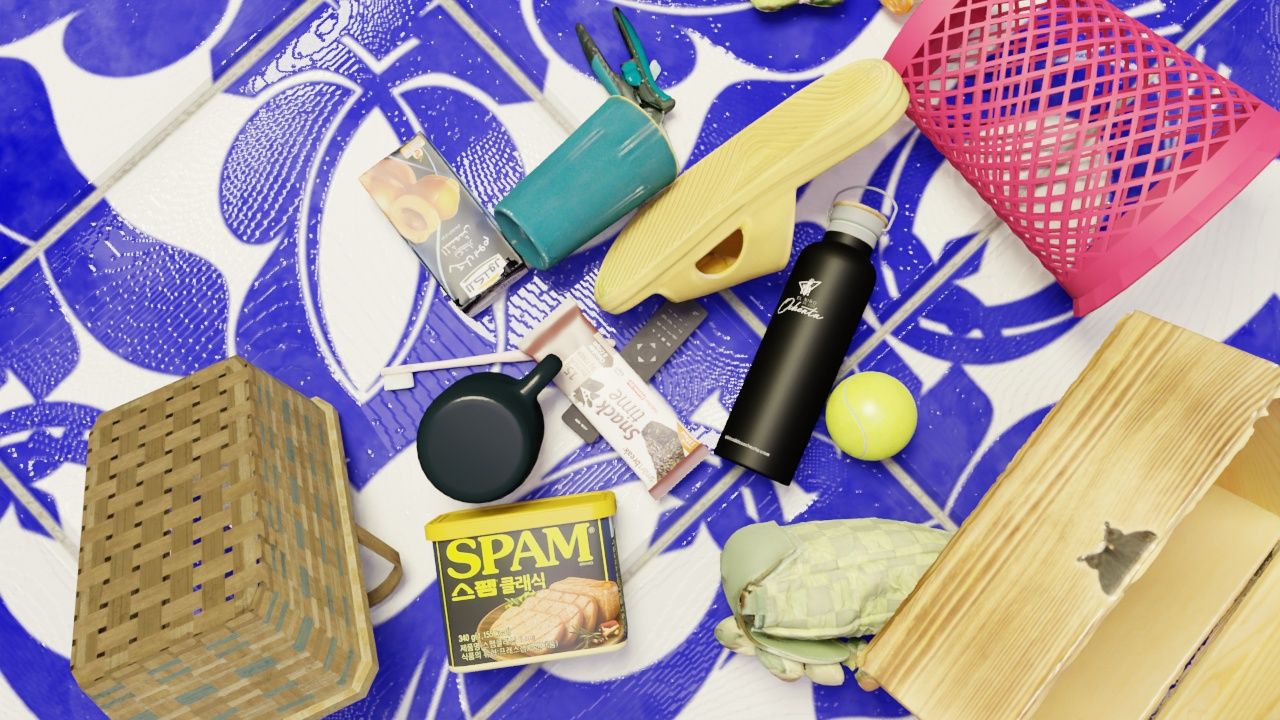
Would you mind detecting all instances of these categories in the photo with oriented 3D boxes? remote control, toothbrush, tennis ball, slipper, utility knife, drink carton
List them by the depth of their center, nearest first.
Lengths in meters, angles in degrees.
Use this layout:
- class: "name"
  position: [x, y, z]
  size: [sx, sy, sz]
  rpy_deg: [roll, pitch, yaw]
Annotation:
- class: "slipper"
  position: [0.082, -0.112, 0.669]
  size: [0.264, 0.099, 0.078]
  rpy_deg: [-36, 123, 12]
- class: "tennis ball"
  position: [0.170, 0.041, 0.676]
  size: [0.065, 0.065, 0.065]
  rpy_deg: [0, 86, 0]
- class: "drink carton"
  position: [-0.147, -0.102, 0.697]
  size: [0.064, 0.040, 0.130]
  rpy_deg: [-38, 87, -2]
- class: "remote control"
  position: [-0.004, 0.004, 0.703]
  size: [0.032, 0.015, 0.136]
  rpy_deg: [42, 87, 2]
- class: "toothbrush"
  position: [-0.108, 0.002, 0.703]
  size: [0.181, 0.015, 0.018]
  rpy_deg: [-8, 93, 0]
- class: "utility knife"
  position: [-0.034, -0.160, 0.717]
  size: [0.022, 0.016, 0.179]
  rpy_deg: [33, 83, 1]

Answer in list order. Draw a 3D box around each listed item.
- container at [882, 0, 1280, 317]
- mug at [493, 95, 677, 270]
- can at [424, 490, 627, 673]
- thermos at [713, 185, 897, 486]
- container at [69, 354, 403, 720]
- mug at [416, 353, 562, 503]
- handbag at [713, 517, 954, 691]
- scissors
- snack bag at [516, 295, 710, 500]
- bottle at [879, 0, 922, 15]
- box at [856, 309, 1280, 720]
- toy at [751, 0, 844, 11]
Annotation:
- class: "container"
  position: [0.294, -0.175, 0.647]
  size: [0.183, 0.183, 0.226]
  rpy_deg: [-44, 80, -3]
- class: "mug"
  position: [-0.043, -0.125, 0.665]
  size: [0.121, 0.078, 0.078]
  rpy_deg: [-42, 87, -14]
- class: "can"
  position: [-0.079, 0.158, 0.665]
  size: [0.135, 0.075, 0.104]
  rpy_deg: [-8, 89, -1]
- class: "thermos"
  position: [0.128, -0.025, 0.682]
  size: [0.061, 0.061, 0.231]
  rpy_deg: [24, 86, 1]
- class: "container"
  position: [-0.262, 0.141, 0.624]
  size: [0.157, 0.186, 0.249]
  rpy_deg: [-24, 49, -2]
- class: "mug"
  position: [-0.100, 0.041, 0.653]
  size: [0.085, 0.094, 0.121]
  rpy_deg: [44, 92, -6]
- class: "handbag"
  position: [0.144, 0.173, 0.647]
  size: [0.186, 0.113, 0.117]
  rpy_deg: [-4, 93, -1]
- class: "scissors"
  position: [-0.001, -0.213, 0.708]
  size: [0.128, 0.019, 0.140]
  rpy_deg: [17, 81, 8]
- class: "snack bag"
  position: [-0.021, 0.028, 0.685]
  size: [0.057, 0.013, 0.158]
  rpy_deg: [-41, 88, -1]
- class: "bottle"
  position: [0.229, -0.313, 0.700]
  size: [0.108, 0.063, 0.063]
  rpy_deg: [-43, 87, -4]
- class: "box"
  position: [0.368, 0.200, 0.538]
  size: [0.315, 0.282, 0.279]
  rpy_deg: [34, 85, 43]
- class: "toy"
  position: [0.117, -0.325, 0.711]
  size: [0.092, 0.046, 0.115]
  rpy_deg: [-8, 79, -2]
